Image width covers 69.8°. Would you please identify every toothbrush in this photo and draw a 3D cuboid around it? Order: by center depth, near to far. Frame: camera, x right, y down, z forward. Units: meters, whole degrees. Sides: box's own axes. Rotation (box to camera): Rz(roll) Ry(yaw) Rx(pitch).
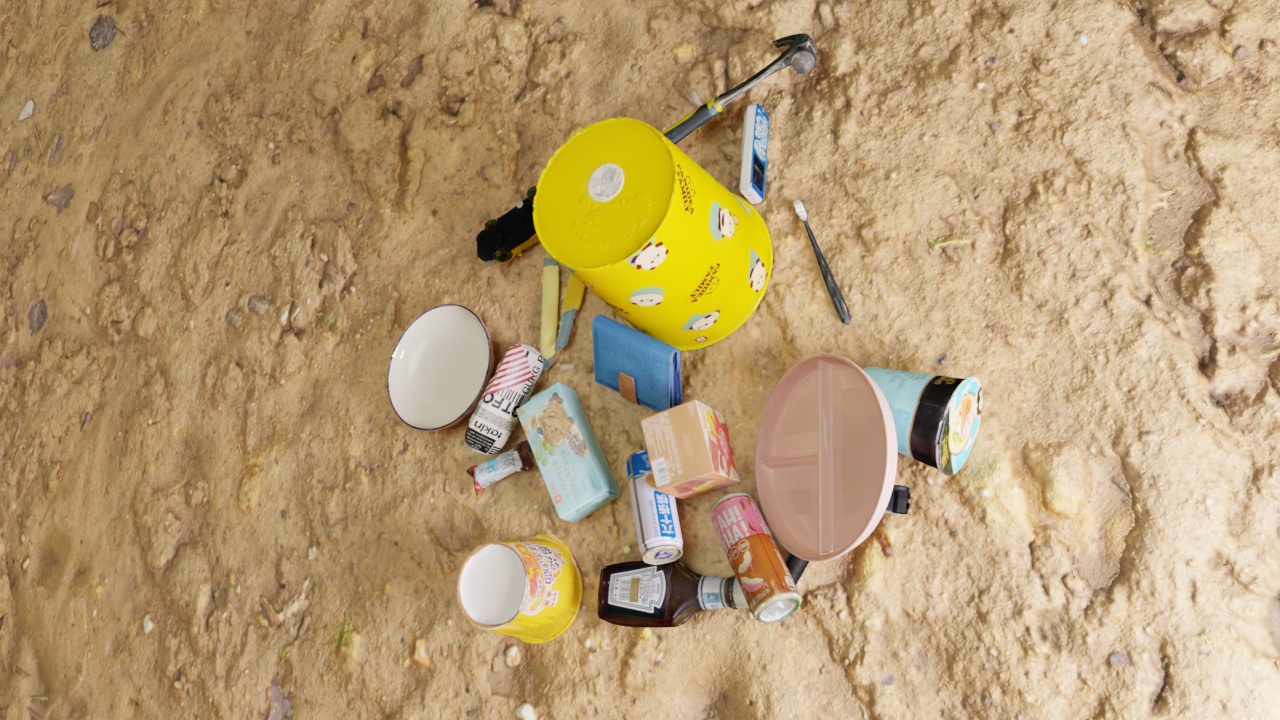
[{"bbox_3d":[0.198,0.200,1.060,0.026,0.027,0.212,30,89,-14],"label":"toothbrush"},{"bbox_3d":[0.225,-0.124,1.143,0.016,0.018,0.181,-24,68,16],"label":"toothbrush"}]

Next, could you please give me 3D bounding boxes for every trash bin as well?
[{"bbox_3d":[0.012,-0.154,1.122,0.230,0.255,0.229,-8,72,25],"label":"trash bin"}]

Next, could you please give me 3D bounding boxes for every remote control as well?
[{"bbox_3d":[0.149,-0.271,1.204,0.024,0.049,0.124,-2,74,29],"label":"remote control"}]

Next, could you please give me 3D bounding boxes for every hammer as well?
[{"bbox_3d":[0.092,-0.336,1.238,0.324,0.032,0.125,-29,25,26],"label":"hammer"}]

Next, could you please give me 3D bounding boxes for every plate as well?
[{"bbox_3d":[0.202,0.107,1.018,0.230,0.028,0.229,-28,58,58],"label":"plate"},{"bbox_3d":[-0.287,0.013,1.348,0.193,0.039,0.192,-9,71,27],"label":"plate"}]

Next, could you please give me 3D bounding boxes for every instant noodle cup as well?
[{"bbox_3d":[0.297,0.057,1.011,0.121,0.111,0.111,17,84,39],"label":"instant noodle cup"},{"bbox_3d":[-0.160,0.288,1.168,0.138,0.109,0.138,-8,71,26],"label":"instant noodle cup"}]

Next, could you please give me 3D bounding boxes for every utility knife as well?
[{"bbox_3d":[-0.091,-0.111,1.298,0.033,0.015,0.208,7,76,28],"label":"utility knife"},{"bbox_3d":[-0.132,-0.068,1.308,0.031,0.018,0.167,-5,72,30],"label":"utility knife"}]

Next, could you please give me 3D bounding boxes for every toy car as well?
[{"bbox_3d":[-0.175,-0.197,1.352,0.156,0.041,0.071,-32,64,14],"label":"toy car"}]

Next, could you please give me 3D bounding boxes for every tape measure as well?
[{"bbox_3d":[0.260,0.152,1.017,0.066,0.066,0.033,8,81,1],"label":"tape measure"}]

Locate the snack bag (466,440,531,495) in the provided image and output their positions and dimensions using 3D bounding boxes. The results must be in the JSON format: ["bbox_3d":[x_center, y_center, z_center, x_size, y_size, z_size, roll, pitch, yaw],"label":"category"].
[{"bbox_3d":[-0.197,0.149,1.274,0.105,0.026,0.045,-27,56,17],"label":"snack bag"}]

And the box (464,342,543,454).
[{"bbox_3d":[-0.194,0.051,1.284,0.088,0.076,0.162,18,84,62],"label":"box"}]

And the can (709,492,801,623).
[{"bbox_3d":[0.129,0.223,1.048,0.058,0.058,0.147,-36,46,14],"label":"can"}]

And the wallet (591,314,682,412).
[{"bbox_3d":[-0.007,0.007,1.183,0.133,0.106,0.040,26,44,32],"label":"wallet"}]

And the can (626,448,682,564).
[{"bbox_3d":[0.017,0.178,1.124,0.053,0.053,0.134,-24,53,19],"label":"can"}]

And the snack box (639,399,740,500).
[{"bbox_3d":[0.062,0.110,1.113,0.077,0.094,0.092,-22,67,20],"label":"snack box"}]

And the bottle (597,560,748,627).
[{"bbox_3d":[0.044,0.280,1.104,0.195,0.044,0.079,-7,63,24],"label":"bottle"}]

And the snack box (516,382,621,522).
[{"bbox_3d":[-0.097,0.121,1.216,0.074,0.051,0.174,-33,63,14],"label":"snack box"}]
